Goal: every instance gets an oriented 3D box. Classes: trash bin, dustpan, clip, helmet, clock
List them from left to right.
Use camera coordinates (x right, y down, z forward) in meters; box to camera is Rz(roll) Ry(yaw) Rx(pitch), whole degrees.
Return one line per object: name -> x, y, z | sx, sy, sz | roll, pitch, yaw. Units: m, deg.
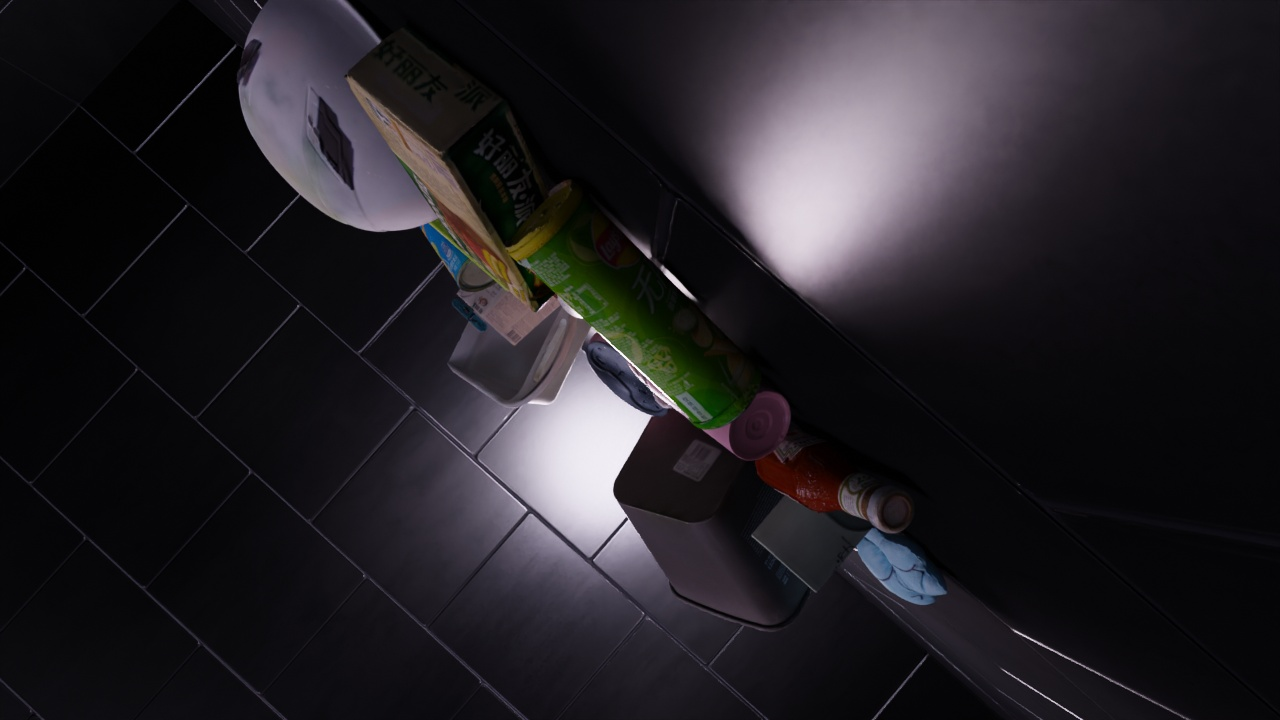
helmet -> -0.264, -0.209, 0.825 | 0.229, 0.146, 0.259 | 40, 176, 11
clip -> -0.212, -0.056, 1.140 | 0.055, 0.013, 0.034 | 45, 176, -4
dustpan -> -0.175, -0.047, 1.297 | 0.258, 0.223, 0.142 | 28, -177, 25
clock -> -0.006, 0.006, 1.048 | 0.117, 0.059, 0.159 | 45, 157, -10
trash bin -> 0.100, 0.174, 1.097 | 0.199, 0.198, 0.220 | 9, 147, 39

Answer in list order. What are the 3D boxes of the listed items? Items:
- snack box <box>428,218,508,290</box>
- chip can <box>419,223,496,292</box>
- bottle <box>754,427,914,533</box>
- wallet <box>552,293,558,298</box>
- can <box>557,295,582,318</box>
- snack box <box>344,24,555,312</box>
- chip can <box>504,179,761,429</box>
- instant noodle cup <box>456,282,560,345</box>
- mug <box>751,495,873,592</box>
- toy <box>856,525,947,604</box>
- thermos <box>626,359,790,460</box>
snack box -> -0.166, -0.152, 0.945 | 0.156, 0.085, 0.026 | 40, 176, 16
chip can -> -0.223, -0.175, 1.020 | 0.210, 0.071, 0.071 | 54, -179, 20
bottle -> 0.159, 0.101, 0.770 | 0.060, 0.059, 0.206 | 43, 174, -15
wallet -> -0.126, -0.133, 1.030 | 0.101, 0.032, 0.125 | 43, 165, 23
can -> -0.056, -0.076, 0.906 | 0.058, 0.058, 0.147 | 42, 176, 0
snack box -> -0.128, -0.137, 0.718 | 0.114, 0.063, 0.240 | 40, 170, 22
chip can -> 0.001, -0.036, 0.698 | 0.221, 0.072, 0.072 | 43, 176, -21
instant noodle cup -> -0.157, -0.097, 1.172 | 0.116, 0.124, 0.116 | 38, 174, 44
mug -> 0.177, 0.162, 0.895 | 0.082, 0.106, 0.112 | 38, 175, 33
toy -> 0.278, 0.221, 0.993 | 0.161, 0.049, 0.156 | 45, 171, -18
thermos -> 0.055, 0.031, 0.856 | 0.199, 0.067, 0.087 | 33, 136, 54
